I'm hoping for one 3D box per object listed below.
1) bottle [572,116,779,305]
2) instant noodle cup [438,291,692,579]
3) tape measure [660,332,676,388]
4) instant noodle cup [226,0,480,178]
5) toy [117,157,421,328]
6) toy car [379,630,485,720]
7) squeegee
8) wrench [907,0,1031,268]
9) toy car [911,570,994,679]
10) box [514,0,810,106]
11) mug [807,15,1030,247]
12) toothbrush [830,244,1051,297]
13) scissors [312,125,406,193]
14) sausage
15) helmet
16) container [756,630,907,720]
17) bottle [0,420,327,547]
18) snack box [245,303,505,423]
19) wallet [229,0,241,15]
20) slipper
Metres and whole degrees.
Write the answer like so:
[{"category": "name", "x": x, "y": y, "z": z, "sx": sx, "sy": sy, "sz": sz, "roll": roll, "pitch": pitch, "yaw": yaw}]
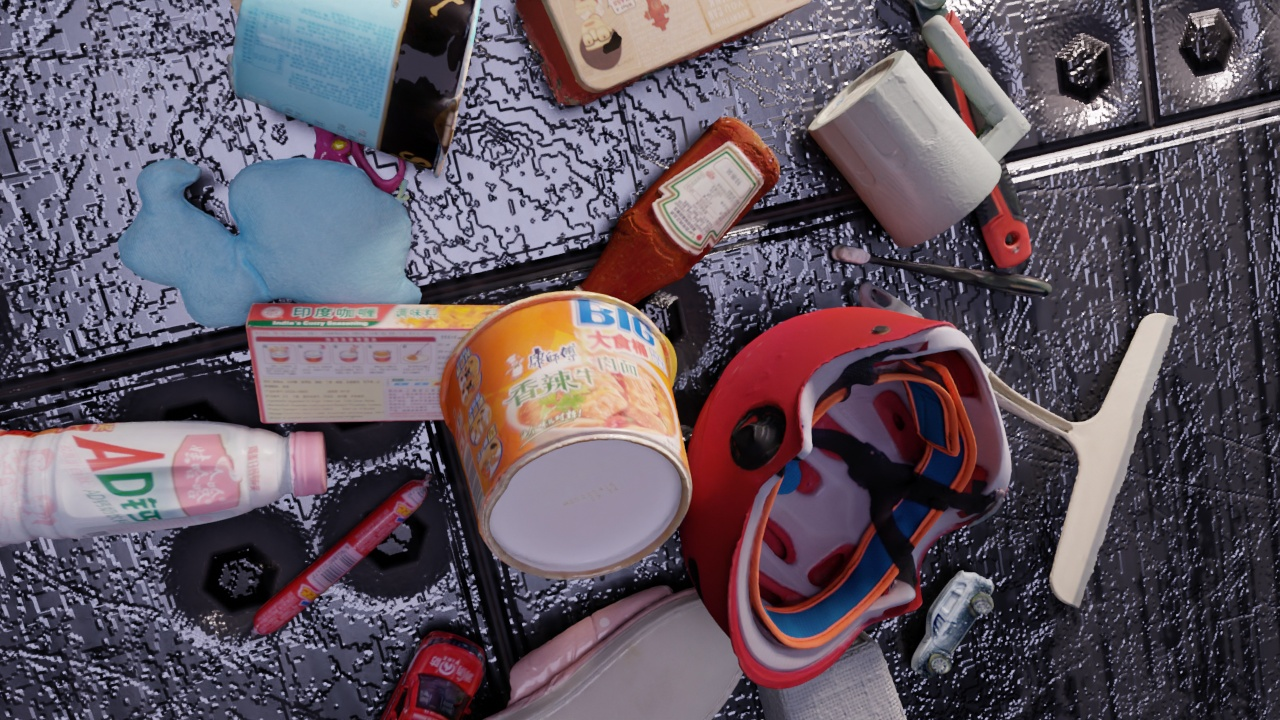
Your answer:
[{"category": "bottle", "x": 0.002, "y": -0.069, "z": 0.598, "sx": 0.206, "sy": 0.060, "sz": 0.060, "roll": -45, "pitch": 105, "yaw": 0}, {"category": "instant noodle cup", "x": -0.041, "y": 0.051, "z": 0.548, "sx": 0.151, "sy": 0.111, "sz": 0.152, "roll": -8, "pitch": 130, "yaw": -10}, {"category": "tape measure", "x": -0.004, "y": 0.004, "z": 0.623, "sx": 0.060, "sy": 0.029, "sz": 0.057, "roll": 12, "pitch": 95, "yaw": -14}, {"category": "instant noodle cup", "x": -0.161, "y": -0.172, "z": 0.518, "sx": 0.120, "sy": 0.111, "sz": 0.111, "roll": 12, "pitch": 95, "yaw": -17}, {"category": "toy", "x": -0.213, "y": -0.071, "z": 0.552, "sx": 0.156, "sy": 0.049, "sz": 0.161, "roll": -37, "pitch": 118, "yaw": 10}, {"category": "toy car", "x": -0.146, "y": 0.243, "z": 0.619, "sx": 0.053, "sy": 0.045, "sz": 0.120, "roll": 25, "pitch": 90, "yaw": -16}, {"category": "squeegee", "x": 0.255, "y": 0.013, "z": 0.677, "sx": 0.246, "sy": 0.039, "sz": 0.246, "roll": 30, "pitch": 73, "yaw": -9}, {"category": "wrench", "x": 0.229, "y": -0.195, "z": 0.651, "sx": 0.056, "sy": 0.016, "sz": 0.273, "roll": -21, "pitch": 102, "yaw": -8}, {"category": "toy car", "x": 0.235, "y": 0.201, "z": 0.699, "sx": 0.034, "sy": 0.043, "sz": 0.090, "roll": 35, "pitch": 87, "yaw": 12}, {"category": "box", "x": 0.013, "y": -0.226, "z": 0.574, "sx": 0.168, "sy": 0.079, "sz": 0.091, "roll": -27, "pitch": 102, "yaw": -14}, {"category": "mug", "x": 0.189, "y": -0.155, "z": 0.616, "sx": 0.124, "sy": 0.084, "sz": 0.103, "roll": -45, "pitch": 103, "yaw": -7}, {"category": "toothbrush", "x": 0.224, "y": -0.065, "z": 0.670, "sx": 0.181, "sy": 0.018, "sz": 0.015, "roll": 8, "pitch": 93, "yaw": -15}, {"category": "scissors", "x": -0.194, "y": -0.159, "z": 0.565, "sx": 0.063, "sy": 0.017, "sz": 0.135, "roll": -26, "pitch": 99, "yaw": -4}, {"category": "sausage", "x": -0.196, "y": 0.129, "z": 0.604, "sx": 0.156, "sy": 0.020, "sz": 0.020, "roll": -41, "pitch": 104, "yaw": -4}, {"category": "helmet", "x": 0.108, "y": 0.073, "z": 0.592, "sx": 0.240, "sy": 0.144, "sz": 0.207, "roll": -49, "pitch": 129, "yaw": -7}, {"category": "container", "x": 0.137, "y": 0.253, "z": 0.662, "sx": 0.090, "sy": 0.090, "sz": 0.114, "roll": -20, "pitch": 99, "yaw": -10}, {"category": "bottle", "x": -0.293, "y": 0.070, "z": 0.552, "sx": 0.196, "sy": 0.068, "sz": 0.068, "roll": -3, "pitch": 99, "yaw": -16}, {"category": "snack box", "x": -0.157, "y": 0.003, "z": 0.572, "sx": 0.155, "sy": 0.027, "sz": 0.077, "roll": 0, "pitch": 129, "yaw": -12}, {"category": "wallet", "x": -0.223, "y": -0.258, "z": 0.538, "sx": 0.087, "sy": 0.024, "sz": 0.115, "roll": -29, "pitch": 104, "yaw": -8}, {"category": "slipper", "x": -0.043, "y": 0.242, "z": 0.632, "sx": 0.274, "sy": 0.054, "sz": 0.114, "roll": -29, "pitch": 111, "yaw": -18}]
